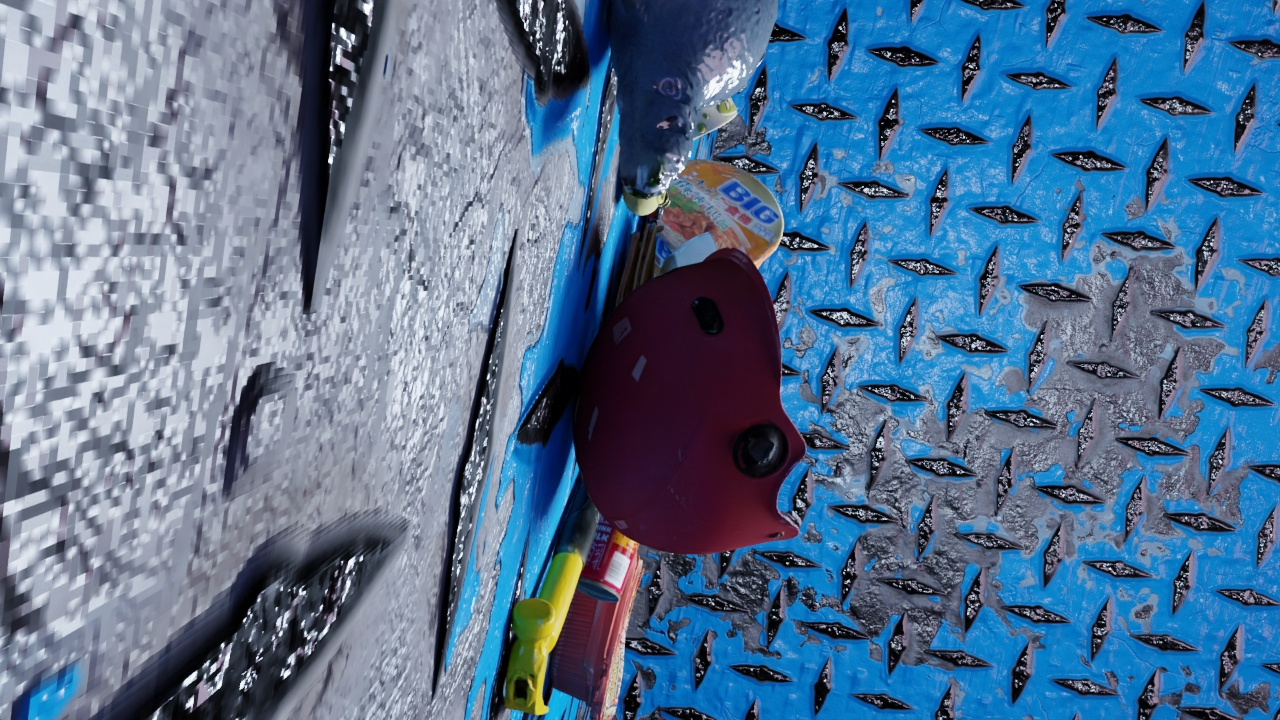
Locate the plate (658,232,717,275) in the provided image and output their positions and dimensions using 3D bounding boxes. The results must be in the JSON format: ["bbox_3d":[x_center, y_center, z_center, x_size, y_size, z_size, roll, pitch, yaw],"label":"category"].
[{"bbox_3d":[0.022,-0.007,0.908,0.266,0.034,0.161,112,-18,-48],"label":"plate"}]

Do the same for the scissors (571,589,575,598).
[{"bbox_3d":[-0.063,0.197,0.956,0.133,0.017,0.130,48,53,-84],"label":"scissors"}]

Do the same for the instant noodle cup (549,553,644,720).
[{"bbox_3d":[-0.050,0.303,1.014,0.189,0.079,0.164,98,5,-58],"label":"instant noodle cup"}]

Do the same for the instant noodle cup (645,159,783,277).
[{"bbox_3d":[0.068,-0.128,1.009,0.112,0.151,0.151,110,-5,-55],"label":"instant noodle cup"}]

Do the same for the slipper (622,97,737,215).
[{"bbox_3d":[0.035,-0.201,0.713,0.091,0.081,0.191,-76,179,-63],"label":"slipper"}]

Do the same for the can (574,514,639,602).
[{"bbox_3d":[-0.024,0.166,0.904,0.053,0.053,0.132,95,14,-62],"label":"can"}]

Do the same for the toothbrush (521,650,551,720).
[{"bbox_3d":[-0.094,0.293,0.832,0.016,0.014,0.189,-39,-148,57],"label":"toothbrush"}]

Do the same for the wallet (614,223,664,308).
[{"bbox_3d":[-0.008,-0.062,0.886,0.131,0.035,0.118,101,6,-65],"label":"wallet"}]

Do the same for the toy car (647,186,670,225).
[{"bbox_3d":[0.020,-0.185,0.888,0.049,0.031,0.106,-50,150,-81],"label":"toy car"}]

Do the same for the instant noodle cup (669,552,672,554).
[{"bbox_3d":[0.004,0.155,1.126,0.138,0.110,0.138,15,87,-87],"label":"instant noodle cup"}]

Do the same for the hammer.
[{"bbox_3d":[-0.062,0.170,0.771,0.300,0.033,0.129,-70,172,-63],"label":"hammer"}]

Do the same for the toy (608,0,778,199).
[{"bbox_3d":[0.035,-0.232,0.536,0.138,0.091,0.355,61,37,-65],"label":"toy"}]

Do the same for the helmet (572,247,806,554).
[{"bbox_3d":[0.020,0.041,0.698,0.207,0.143,0.240,-128,-150,-55],"label":"helmet"}]
